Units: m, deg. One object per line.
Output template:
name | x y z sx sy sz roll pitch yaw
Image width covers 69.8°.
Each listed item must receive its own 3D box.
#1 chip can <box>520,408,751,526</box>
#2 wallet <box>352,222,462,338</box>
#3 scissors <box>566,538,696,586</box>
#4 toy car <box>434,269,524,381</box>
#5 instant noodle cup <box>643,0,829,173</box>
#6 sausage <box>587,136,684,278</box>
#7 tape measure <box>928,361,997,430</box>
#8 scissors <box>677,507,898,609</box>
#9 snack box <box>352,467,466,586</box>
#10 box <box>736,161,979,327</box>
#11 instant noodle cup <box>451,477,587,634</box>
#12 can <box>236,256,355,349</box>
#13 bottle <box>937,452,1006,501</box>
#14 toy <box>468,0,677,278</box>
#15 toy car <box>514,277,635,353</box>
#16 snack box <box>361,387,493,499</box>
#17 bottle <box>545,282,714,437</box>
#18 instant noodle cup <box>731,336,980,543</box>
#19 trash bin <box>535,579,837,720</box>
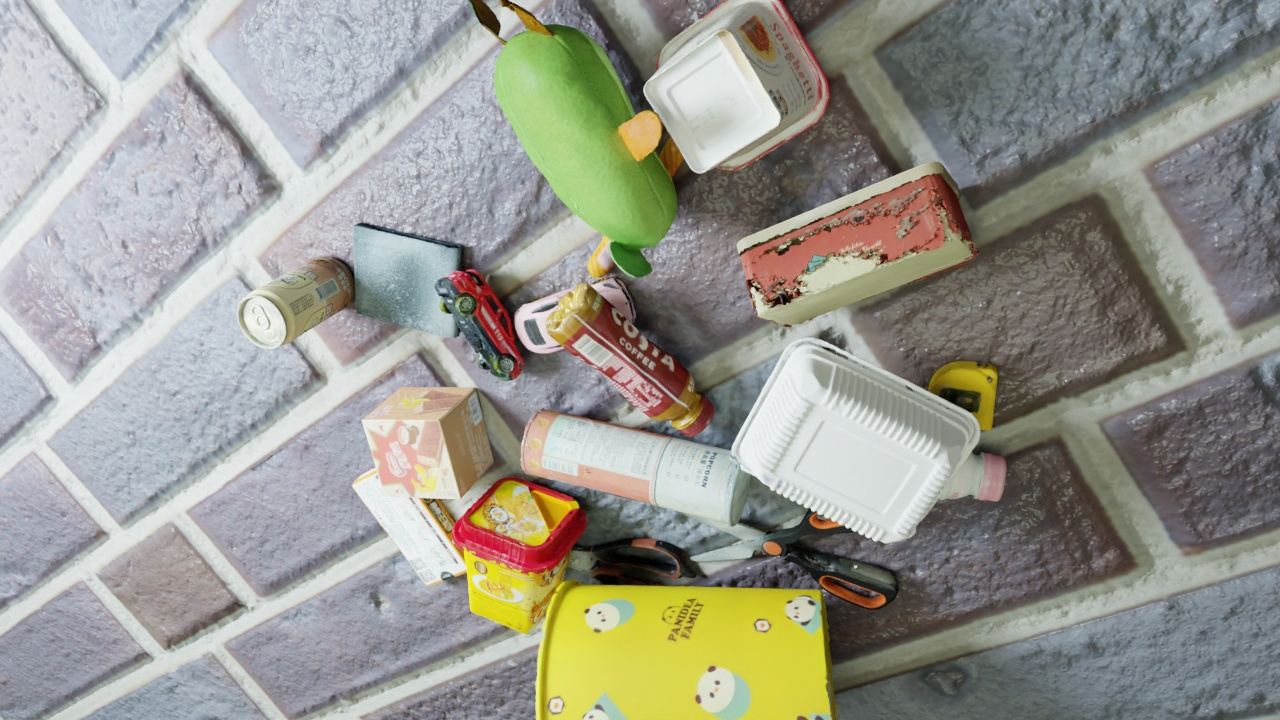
chip can | -0.006 0.100 0.881 0.215 0.071 0.071 11 118 19
wallet | -0.233 -0.080 0.916 0.121 0.019 0.097 14 116 15
scissors | -0.050 0.230 1.000 0.207 0.015 0.194 -35 100 30
toy car | -0.151 -0.034 0.886 0.053 0.045 0.120 12 134 56
instant noodle cup | 0.067 -0.202 0.686 0.117 0.124 0.116 -28 102 28
sausage | -0.004 -0.132 0.805 0.021 0.021 0.166 37 121 0
tape measure | 0.274 0.031 0.779 0.057 0.028 0.060 5 116 18
scissors | 0.152 0.174 0.891 0.221 0.021 0.225 32 132 -2
snack box | -0.255 0.184 1.045 0.075 0.026 0.154 -26 103 29
box | 0.169 -0.078 0.715 0.169 0.091 0.079 -21 75 27
instant noodle cup | -0.127 0.206 0.955 0.116 0.116 0.124 17 120 17
can | -0.337 -0.058 0.905 0.058 0.116 0.059 8 117 16
bottle | 0.215 0.088 0.807 0.197 0.068 0.068 9 117 13
toy | -0.048 -0.184 0.716 0.090 0.227 0.247 -40 117 -11
toy car | -0.064 -0.040 0.863 0.123 0.037 0.056 -15 110 24
snack box | -0.219 0.085 0.955 0.094 0.076 0.093 -1 114 20
bottle | -0.005 0.005 0.832 0.058 0.057 0.175 -36 116 30
instant noodle cup | 0.173 0.075 0.746 0.173 0.060 0.138 26 114 0
trash bin | 0.056 0.320 0.884 0.255 0.229 0.230 -7 112 12
